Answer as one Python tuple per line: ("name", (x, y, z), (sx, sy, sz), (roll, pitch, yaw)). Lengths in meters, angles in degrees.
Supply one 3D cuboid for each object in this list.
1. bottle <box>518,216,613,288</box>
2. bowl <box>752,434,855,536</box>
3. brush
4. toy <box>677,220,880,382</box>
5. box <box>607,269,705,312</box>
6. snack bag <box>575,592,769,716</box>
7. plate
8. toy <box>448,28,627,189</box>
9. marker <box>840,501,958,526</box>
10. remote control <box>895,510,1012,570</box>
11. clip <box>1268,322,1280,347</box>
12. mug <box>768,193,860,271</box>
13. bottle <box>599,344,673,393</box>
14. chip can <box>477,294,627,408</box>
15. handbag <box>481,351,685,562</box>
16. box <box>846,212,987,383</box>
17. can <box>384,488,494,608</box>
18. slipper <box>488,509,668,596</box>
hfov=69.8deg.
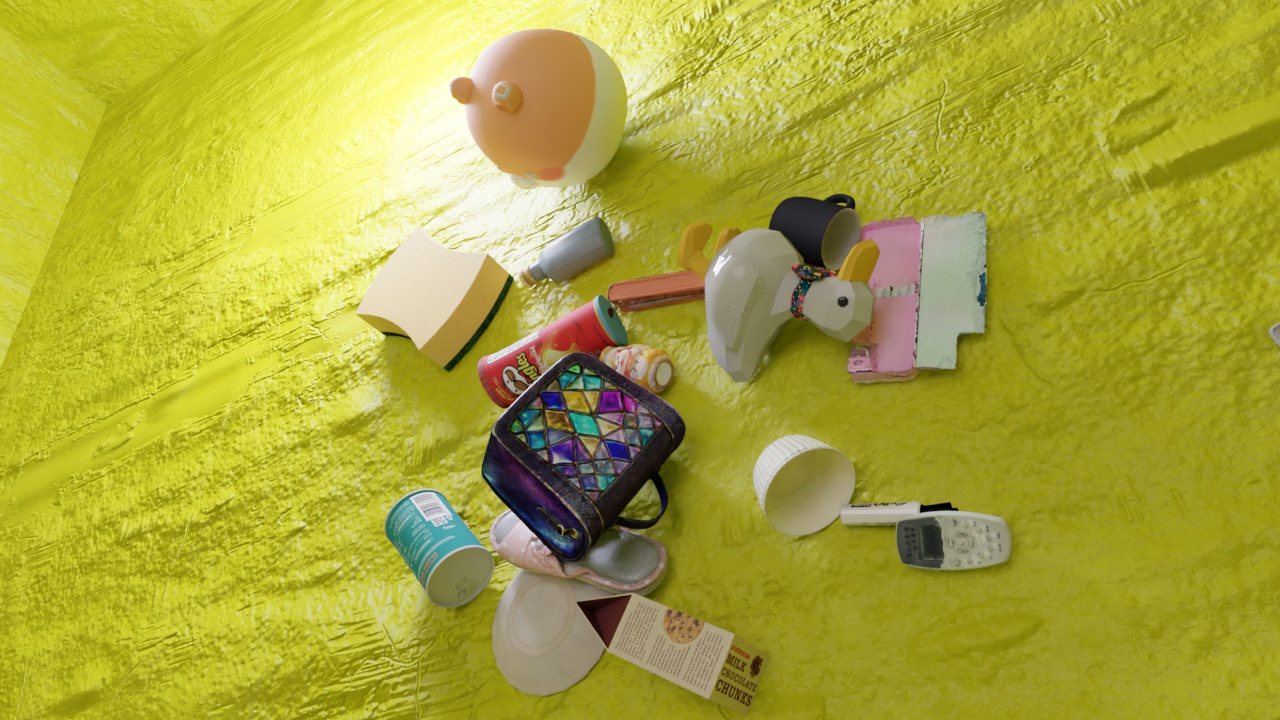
("bottle", (-0.123, -0.167, 1.485), (0.161, 0.046, 0.072), (-26, 50, 18))
("bowl", (0.179, 0.135, 1.046), (0.115, 0.115, 0.062), (-43, 32, 2))
("brush", (-0.359, -0.111, 1.588), (0.250, 0.075, 0.195), (24, 76, 41))
("toy", (0.168, -0.082, 1.165), (0.267, 0.140, 0.247), (40, 116, 34))
("box", (0.036, -0.106, 1.341), (0.187, 0.053, 0.058), (-9, 25, 28))
("snack bag", (0.027, 0.318, 1.033), (0.207, 0.094, 0.069), (11, 68, 38))
("plate", (-0.119, 0.328, 1.171), (0.189, 0.027, 0.188), (-17, 53, 24))
("toy", (-0.165, -0.416, 1.524), (0.263, 0.280, 0.266), (21, 102, 41))
("marker", (0.283, 0.168, 1.006), (0.126, 0.025, 0.025), (-7, 58, 30))
("remote control", (0.324, 0.187, 0.951), (0.114, 0.028, 0.060), (-5, 87, 29))
("clip", (0.673, -0.009, 0.834), (0.125, 0.081, 0.147), (-27, 39, 20))
("mug", (0.242, -0.184, 1.229), (0.094, 0.085, 0.121), (26, 62, 41))
("bottle", (-0.008, 0.007, 1.282), (0.109, 0.063, 0.063), (15, 70, 40))
("chip can", (-0.131, -0.012, 1.363), (0.214, 0.087, 0.087), (-28, 49, 15))
("handbag", (-0.061, 0.124, 1.136), (0.222, 0.126, 0.204), (38, 54, 9))
("box", (0.342, -0.082, 1.123), (0.159, 0.035, 0.229), (-6, 58, 31))
("can", (-0.281, 0.259, 1.277), (0.099, 0.099, 0.144), (-49, 47, -3))
("slipper", (-0.087, 0.231, 1.175), (0.275, 0.054, 0.113), (8, 46, 33))
